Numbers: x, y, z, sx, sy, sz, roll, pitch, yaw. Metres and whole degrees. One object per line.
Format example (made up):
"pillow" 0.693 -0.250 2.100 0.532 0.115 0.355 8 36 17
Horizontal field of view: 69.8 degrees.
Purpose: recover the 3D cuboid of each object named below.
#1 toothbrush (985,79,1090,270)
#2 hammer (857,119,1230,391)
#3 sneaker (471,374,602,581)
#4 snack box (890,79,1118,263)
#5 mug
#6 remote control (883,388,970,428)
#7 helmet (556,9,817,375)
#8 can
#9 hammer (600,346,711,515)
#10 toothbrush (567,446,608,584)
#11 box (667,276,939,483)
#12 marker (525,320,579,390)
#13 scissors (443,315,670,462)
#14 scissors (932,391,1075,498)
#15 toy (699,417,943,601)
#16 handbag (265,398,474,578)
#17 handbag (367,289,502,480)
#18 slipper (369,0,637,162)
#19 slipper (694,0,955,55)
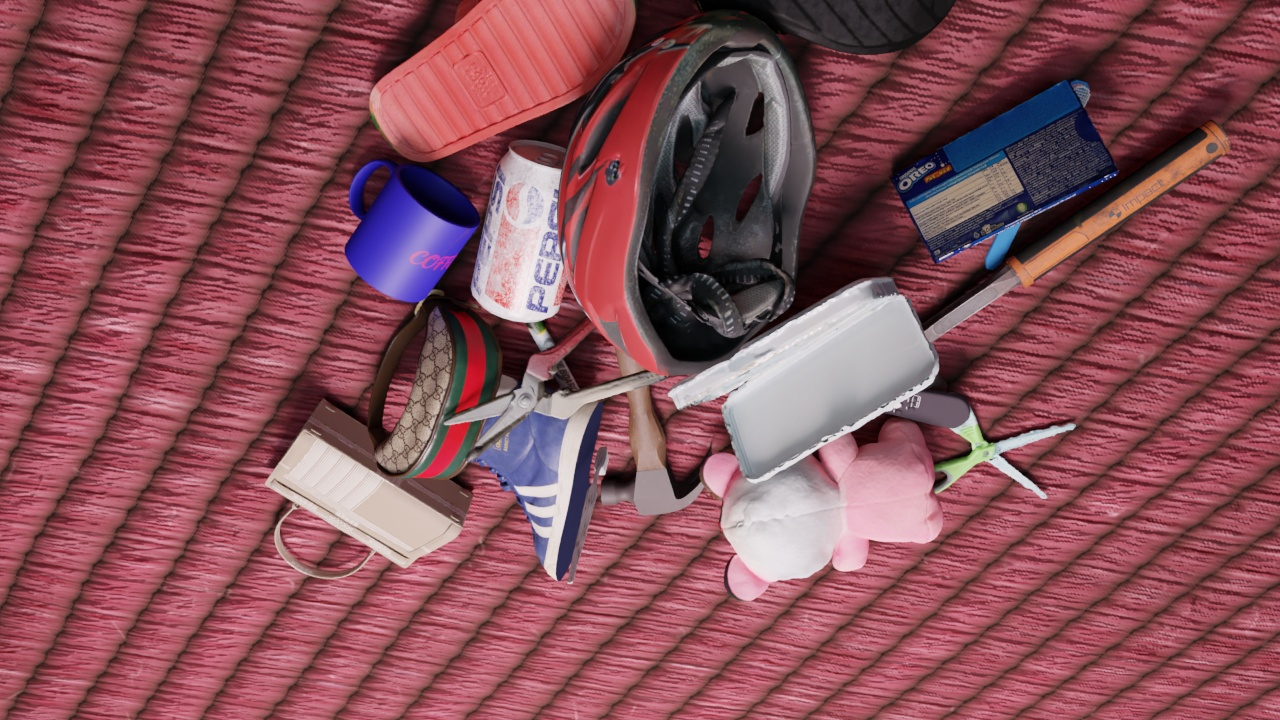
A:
"toothbrush" 0.327 -0.149 0.762 0.016 0.014 0.167 14 118 -5
"hammer" 0.329 -0.096 0.771 0.315 0.034 0.138 -38 111 22
"sneaker" -0.113 0.111 0.873 0.118 0.091 0.234 19 133 9
"snack box" 0.286 -0.148 0.732 0.150 0.027 0.082 -27 82 20
"mug" -0.201 -0.117 0.768 0.111 0.079 0.084 46 113 11
"remote control" 0.236 0.037 0.837 0.124 0.009 0.046 11 142 17
"helmet" 0.033 -0.122 0.688 0.167 0.216 0.272 27 123 36
"can" -0.091 -0.106 0.763 0.078 0.078 0.136 15 117 -6
"hammer" -0.005 0.005 0.845 0.115 0.033 0.323 -7 116 7
"toothbrush" -0.044 0.132 0.796 0.010 0.181 0.010 -7 119 11
"box" 0.146 0.027 0.777 0.216 0.106 0.124 -31 84 32
"marker" -0.078 0.003 0.854 0.017 0.017 0.146 -21 116 12
"scissors" -0.062 0.013 0.776 0.179 0.015 0.187 16 85 -18
"scissors" 0.331 0.084 0.884 0.171 0.023 0.168 -22 109 11
"toy" 0.169 0.134 0.851 0.213 0.084 0.142 -11 92 0
"handbag" -0.299 0.160 0.926 0.175 0.062 0.198 36 119 -17
"handbag" -0.189 0.019 0.806 0.063 0.138 0.166 11 104 -48
"slipper" -0.103 -0.234 0.709 0.249 0.059 0.103 -22 117 30
"slipper" 0.111 -0.291 0.662 0.267 0.075 0.113 4 114 -18
